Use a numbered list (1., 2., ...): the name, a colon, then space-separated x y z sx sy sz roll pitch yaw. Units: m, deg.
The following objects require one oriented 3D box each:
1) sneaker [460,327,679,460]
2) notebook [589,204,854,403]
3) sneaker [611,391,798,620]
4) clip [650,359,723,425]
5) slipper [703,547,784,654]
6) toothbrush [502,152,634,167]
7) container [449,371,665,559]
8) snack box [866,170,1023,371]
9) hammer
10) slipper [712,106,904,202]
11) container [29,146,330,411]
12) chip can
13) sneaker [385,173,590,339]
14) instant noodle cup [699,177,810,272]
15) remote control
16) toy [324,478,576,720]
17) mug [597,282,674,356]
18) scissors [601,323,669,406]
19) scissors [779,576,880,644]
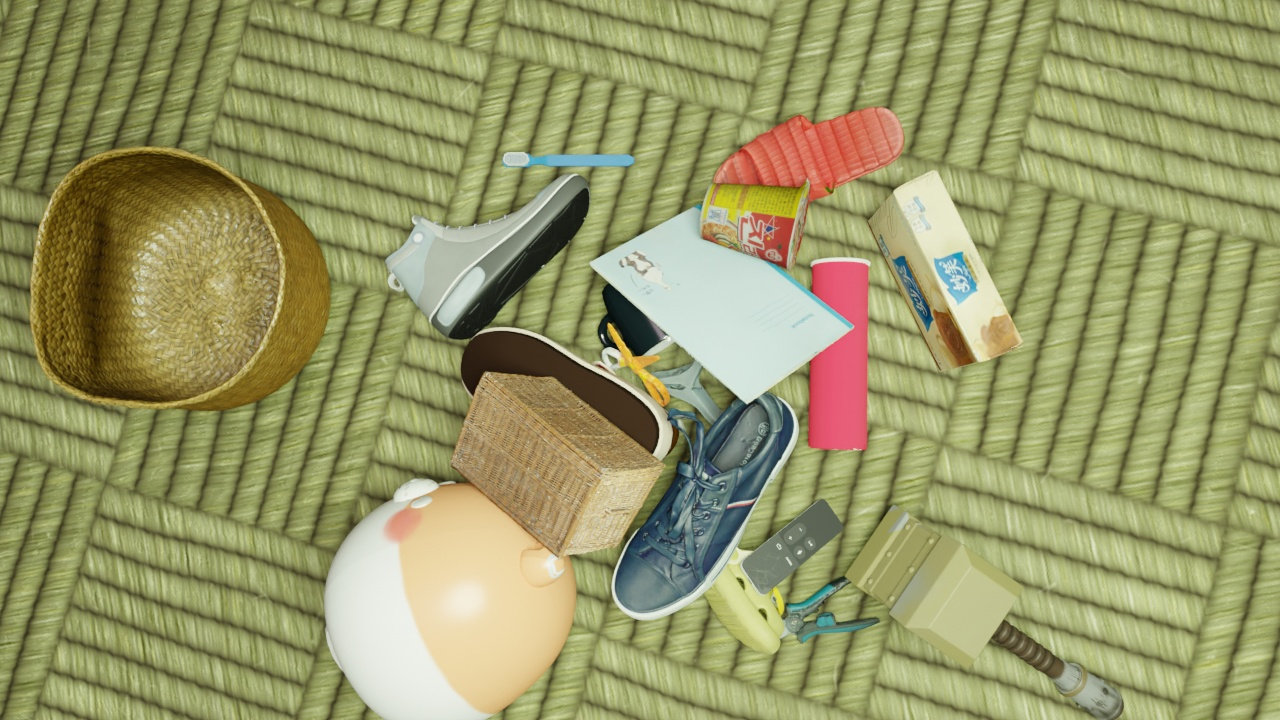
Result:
1. sneaker: -0.078 0.040 1.101 0.294 0.116 0.112 20 95 25
2. notebook: 0.091 -0.074 1.042 0.180 0.009 0.253 -32 61 -30
3. sneaker: 0.056 0.150 0.989 0.121 0.127 0.294 35 90 25
4. clip: 0.102 0.047 1.089 0.169 0.031 0.164 -26 105 37
5. slipper: 0.110 0.251 1.076 0.081 0.092 0.190 -32 82 -22
6. toothbrush: -0.091 -0.252 1.152 0.167 0.014 0.016 1 86 5
7. container: -0.091 0.107 0.967 0.198 0.113 0.113 35 106 30
8. snack box: 0.336 -0.093 1.033 0.055 0.153 0.207 -25 85 0
9. hammer: 0.407 0.305 1.014 0.325 0.190 0.100 35 89 -11
10. slipper: 0.201 -0.243 1.104 0.249 0.059 0.103 -23 85 2
11. container: -0.526 -0.084 1.090 0.307 0.196 0.307 -1 86 7
12. chip can: 0.233 -0.006 1.080 0.069 0.069 0.220 1 87 5
13. sneaker: -0.191 -0.159 1.125 0.160 0.093 0.256 42 89 15
14. instant noodle cup: 0.130 -0.161 1.060 0.112 0.100 0.100 12 87 12
15. remote control: 0.177 0.215 1.062 0.146 0.008 0.045 -30 83 -30
16. toy: -0.197 0.252 1.000 0.281 0.262 0.265 -25 92 8
17. mug: -0.004 -0.053 1.104 0.122 0.085 0.094 -36 83 31
18. scissors: -0.009 0.005 1.085 0.011 0.131 0.125 -44 117 -26
19. scissors: 0.214 0.299 1.087 0.151 0.019 0.119 14 88 8
